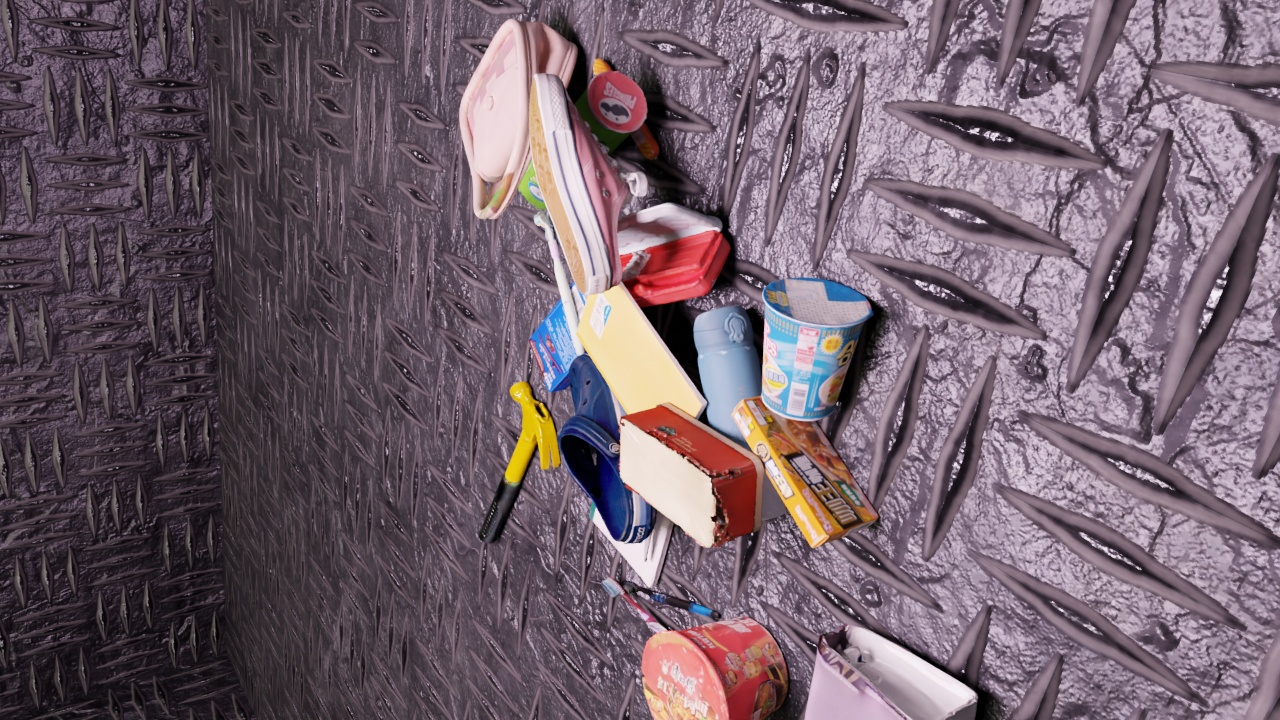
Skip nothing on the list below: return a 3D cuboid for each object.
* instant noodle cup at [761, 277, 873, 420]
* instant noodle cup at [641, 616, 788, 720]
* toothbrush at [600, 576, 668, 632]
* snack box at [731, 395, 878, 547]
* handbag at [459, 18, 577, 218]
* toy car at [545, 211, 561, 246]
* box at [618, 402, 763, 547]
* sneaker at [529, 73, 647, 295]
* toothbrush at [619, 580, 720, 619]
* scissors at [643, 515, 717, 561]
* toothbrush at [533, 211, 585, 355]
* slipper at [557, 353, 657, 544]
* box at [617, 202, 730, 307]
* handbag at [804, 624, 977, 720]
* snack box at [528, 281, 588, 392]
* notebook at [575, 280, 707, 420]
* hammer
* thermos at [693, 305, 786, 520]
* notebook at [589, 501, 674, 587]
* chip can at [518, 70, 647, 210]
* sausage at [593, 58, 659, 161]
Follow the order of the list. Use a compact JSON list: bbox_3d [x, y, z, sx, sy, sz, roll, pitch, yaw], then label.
[{"bbox_3d":[0.154,-0.007,0.846,0.099,0.099,0.110,37,132,43],"label":"instant noodle cup"},{"bbox_3d":[0.084,0.343,0.993,0.138,0.108,0.138,16,110,50],"label":"instant noodle cup"},{"bbox_3d":[0.015,0.331,1.140,0.187,0.017,0.016,37,130,34],"label":"toothbrush"},{"bbox_3d":[0.155,0.099,0.875,0.153,0.075,0.026,60,139,25],"label":"snack box"},{"bbox_3d":[-0.161,-0.277,1.127,0.194,0.093,0.233,-36,45,52],"label":"handbag"},{"bbox_3d":[-0.089,-0.162,1.173,0.106,0.031,0.049,30,122,44],"label":"toy car"},{"bbox_3d":[0.039,0.115,0.917,0.168,0.077,0.091,30,127,51],"label":"box"},{"bbox_3d":[-0.053,-0.188,0.957,0.118,0.087,0.241,138,116,-71],"label":"sneaker"},{"bbox_3d":[0.030,0.296,1.131,0.190,0.016,0.014,1,102,51],"label":"toothbrush"},{"bbox_3d":[0.027,0.140,1.077,0.221,0.021,0.233,23,114,55],"label":"scissors"},{"bbox_3d":[-0.101,-0.097,1.165,0.029,0.020,0.189,90,163,-85],"label":"toothbrush"},{"bbox_3d":[-0.053,0.106,1.094,0.105,0.095,0.252,-61,39,45],"label":"slipper"},{"bbox_3d":[-0.003,-0.122,1.009,0.202,0.100,0.095,-6,50,53],"label":"box"},{"bbox_3d":[0.215,0.359,0.835,0.145,0.098,0.197,25,118,46],"label":"handbag"},{"bbox_3d":[-0.094,-0.031,1.210,0.158,0.026,0.084,-45,63,47],"label":"snack box"},{"bbox_3d":[-0.006,0.006,1.023,0.206,0.010,0.146,56,149,22],"label":"notebook"},{"bbox_3d":[-0.192,0.176,1.380,0.128,0.032,0.302,55,136,31],"label":"hammer"},{"bbox_3d":[0.100,0.055,0.945,0.070,0.070,0.220,-10,90,53],"label":"thermos"},{"bbox_3d":[-0.004,0.156,1.146,0.150,0.012,0.209,40,127,42],"label":"notebook"},{"bbox_3d":[-0.075,-0.251,1.078,0.237,0.072,0.072,-26,76,60],"label":"chip can"},{"bbox_3d":[-0.018,-0.291,1.059,0.022,0.021,0.165,-52,57,44],"label":"sausage"}]
